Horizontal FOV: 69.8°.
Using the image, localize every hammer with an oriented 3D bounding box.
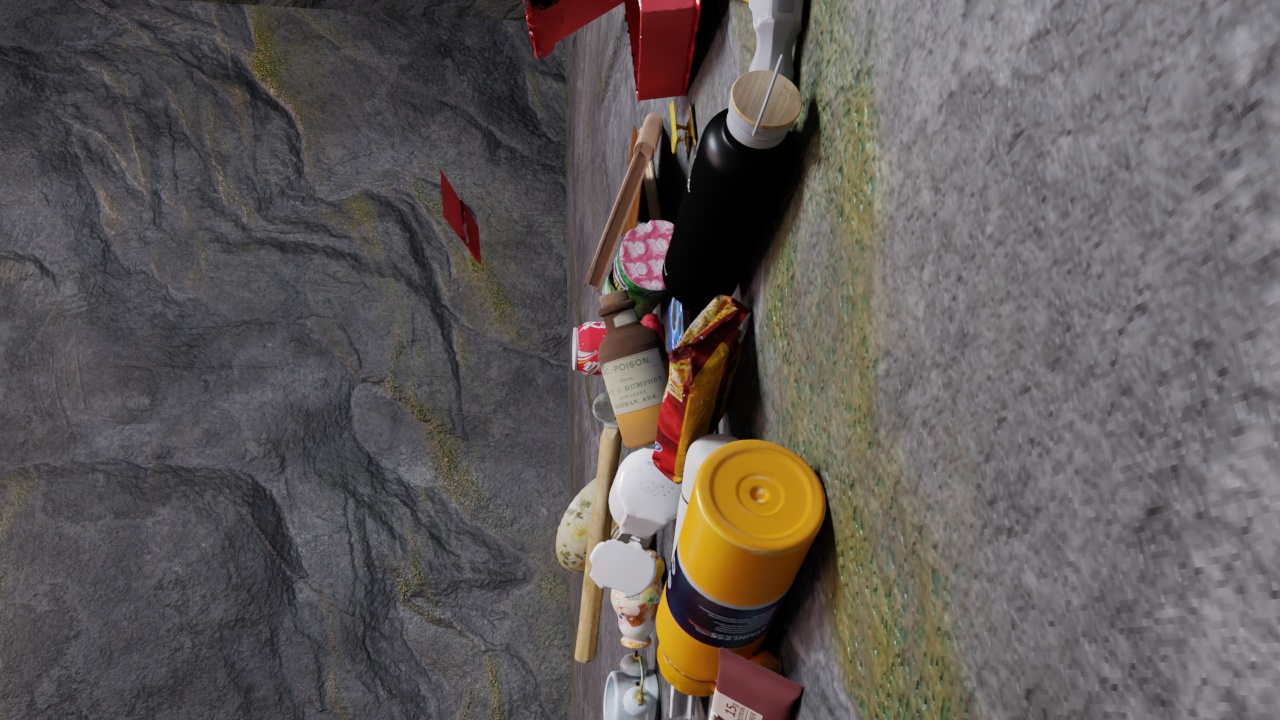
[{"bbox_3d":[0.072,-0.291,0.697,0.323,0.029,0.127,-104,16,-64],"label":"hammer"},{"bbox_3d":[-0.044,0.185,1.044,0.132,0.033,0.331,-52,-30,-78],"label":"hammer"}]

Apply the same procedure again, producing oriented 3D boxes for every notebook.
[{"bbox_3d":[-0.001,-0.180,1.212,0.225,0.024,0.168,-97,12,-45],"label":"notebook"},{"bbox_3d":[-0.016,-0.187,1.041,0.210,0.022,0.169,-81,12,-66],"label":"notebook"}]

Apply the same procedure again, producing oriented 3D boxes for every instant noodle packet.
[{"bbox_3d":[0.045,0.021,0.701,0.136,0.040,0.098,98,-161,-47],"label":"instant noodle packet"}]

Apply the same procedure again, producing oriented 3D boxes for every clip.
[{"bbox_3d":[0.038,-0.229,0.922,0.050,0.044,0.053,-39,48,47],"label":"clip"}]

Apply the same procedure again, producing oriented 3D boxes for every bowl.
[{"bbox_3d":[-0.030,0.213,1.135,0.063,0.144,0.145,28,124,39],"label":"bowl"}]

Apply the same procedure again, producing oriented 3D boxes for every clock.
[{"bbox_3d":[-0.007,0.405,1.105,0.083,0.057,0.118,-100,21,-54],"label":"clock"}]

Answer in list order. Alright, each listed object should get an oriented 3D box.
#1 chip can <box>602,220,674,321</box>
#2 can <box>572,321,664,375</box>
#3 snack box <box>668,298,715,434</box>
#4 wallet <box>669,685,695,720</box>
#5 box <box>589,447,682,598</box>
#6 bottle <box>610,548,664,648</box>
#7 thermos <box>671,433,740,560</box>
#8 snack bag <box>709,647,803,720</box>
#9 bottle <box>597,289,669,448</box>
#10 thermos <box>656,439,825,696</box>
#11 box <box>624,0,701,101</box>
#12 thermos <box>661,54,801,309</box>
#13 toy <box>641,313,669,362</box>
[{"bbox_3d":[0.002,-0.092,1.004,0.223,0.075,0.075,143,127,-81],"label":"chip can"},{"bbox_3d":[-0.027,-0.013,1.091,0.064,0.104,0.064,179,91,-82],"label":"can"},{"bbox_3d":[0.046,0.007,0.848,0.082,0.027,0.150,112,157,-71],"label":"snack box"},{"bbox_3d":[0.045,0.262,0.843,0.086,0.032,0.116,-81,-7,-66],"label":"wallet"},{"bbox_3d":[-0.003,0.169,0.938,0.138,0.083,0.143,111,171,-71],"label":"box"},{"bbox_3d":[-0.004,0.274,1.056,0.063,0.063,0.109,-151,64,-81],"label":"bottle"},{"bbox_3d":[0.050,0.159,0.716,0.052,0.052,0.224,-103,16,-60],"label":"thermos"},{"bbox_3d":[0.067,0.254,0.609,0.013,0.057,0.158,-42,-33,-48],"label":"snack bag"},{"bbox_3d":[-0.005,0.005,0.926,0.068,0.067,0.157,162,91,-82],"label":"bottle"},{"bbox_3d":[0.056,0.155,0.597,0.233,0.076,0.091,100,165,-49],"label":"thermos"},{"bbox_3d":[-0.079,-0.501,0.874,0.215,0.141,0.510,105,141,-86],"label":"box"},{"bbox_3d":[0.062,-0.115,0.622,0.232,0.061,0.061,107,162,-64],"label":"thermos"},{"bbox_3d":[0.013,0.013,1.015,0.091,0.045,0.135,-106,12,-58],"label":"toy"}]
